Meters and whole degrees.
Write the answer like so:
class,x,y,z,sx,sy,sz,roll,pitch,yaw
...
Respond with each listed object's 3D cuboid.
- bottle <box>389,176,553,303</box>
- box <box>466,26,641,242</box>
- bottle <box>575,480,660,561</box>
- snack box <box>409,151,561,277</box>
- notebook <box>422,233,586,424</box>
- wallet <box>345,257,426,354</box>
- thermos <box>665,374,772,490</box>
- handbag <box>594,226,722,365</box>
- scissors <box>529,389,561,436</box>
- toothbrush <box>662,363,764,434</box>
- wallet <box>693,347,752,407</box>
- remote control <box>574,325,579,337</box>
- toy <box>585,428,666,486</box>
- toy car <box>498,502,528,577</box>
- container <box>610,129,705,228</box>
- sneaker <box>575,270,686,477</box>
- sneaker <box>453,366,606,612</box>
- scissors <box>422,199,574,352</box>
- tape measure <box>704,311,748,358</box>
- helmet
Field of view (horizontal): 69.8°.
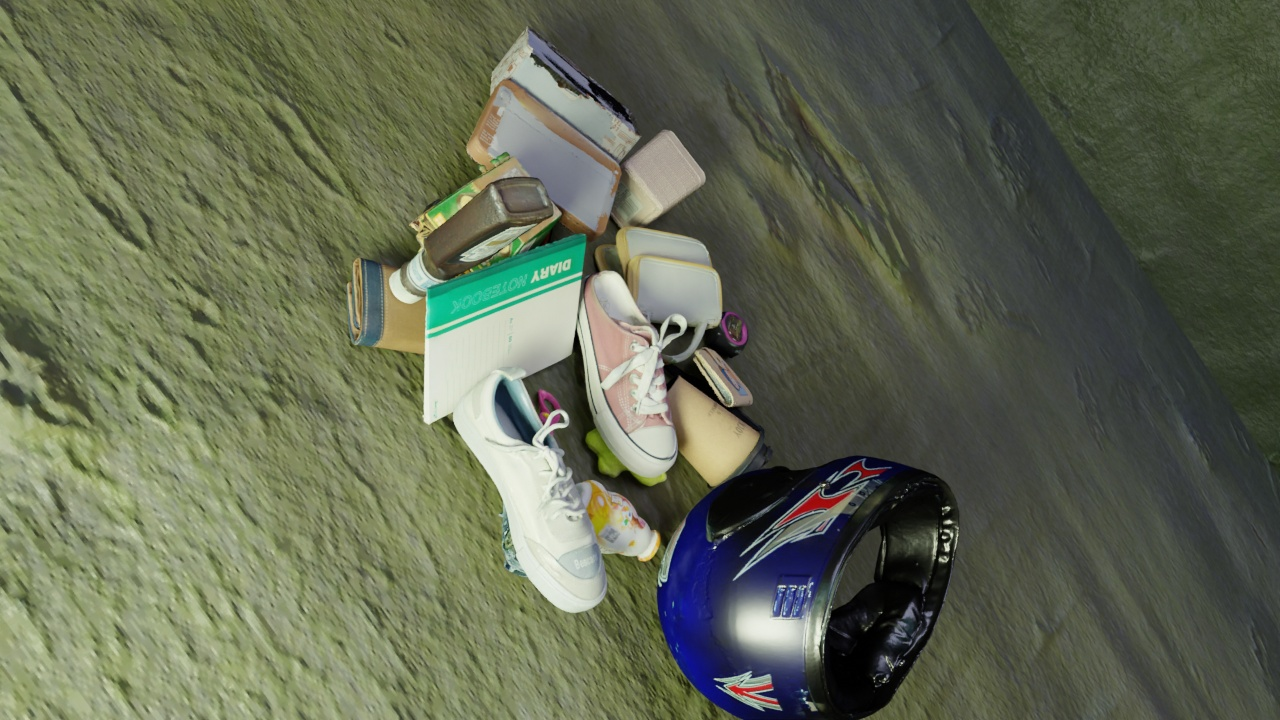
class,x,y,z,sx,sy,sz,roll,pitch,yaw
bottle,-0.165,-0.105,0.841,0.079,0.195,0.044,-20,85,-50
box,-0.096,-0.269,1.076,0.179,0.110,0.259,35,22,-23
bottle,-0.030,0.170,0.951,0.108,0.063,0.063,34,48,-24
snack box,-0.151,-0.138,0.946,0.117,0.106,0.118,50,42,-9
notebook,-0.135,-0.037,0.927,0.012,0.151,0.208,29,37,29
wallet,-0.233,-0.050,0.916,0.115,0.033,0.090,10,63,-40
thermos,0.077,0.086,1.084,0.143,0.093,0.092,43,44,-5
handbag,0.037,-0.077,1.148,0.163,0.063,0.178,4,60,-40
scissors,-0.104,0.082,0.950,0.073,0.017,0.137,19,42,-38
toothbrush,0.072,0.036,1.151,0.212,0.026,0.027,38,14,-17
wallet,0.102,0.022,1.155,0.087,0.024,0.115,58,16,12
remote control,-0.050,-0.034,1.074,0.136,0.024,0.053,44,43,-26
toy,-0.013,0.100,1.031,0.099,0.031,0.096,-17,77,-46
toy car,-0.111,0.154,0.907,0.054,0.037,0.120,23,45,-31
container,0.009,-0.230,1.200,0.090,0.090,0.110,52,46,-7
sneaker,-0.006,0.006,1.004,0.118,0.088,0.241,-6,74,-39
sneaker,-0.087,0.113,0.861,0.089,0.091,0.242,-13,67,-50
scissors,-0.150,-0.102,1.031,0.234,0.022,0.220,39,50,-23
tape measure,0.116,-0.036,1.221,0.057,0.039,0.057,29,50,-27
helmet,0.157,0.221,0.955,0.314,0.241,0.247,-37,120,-37
